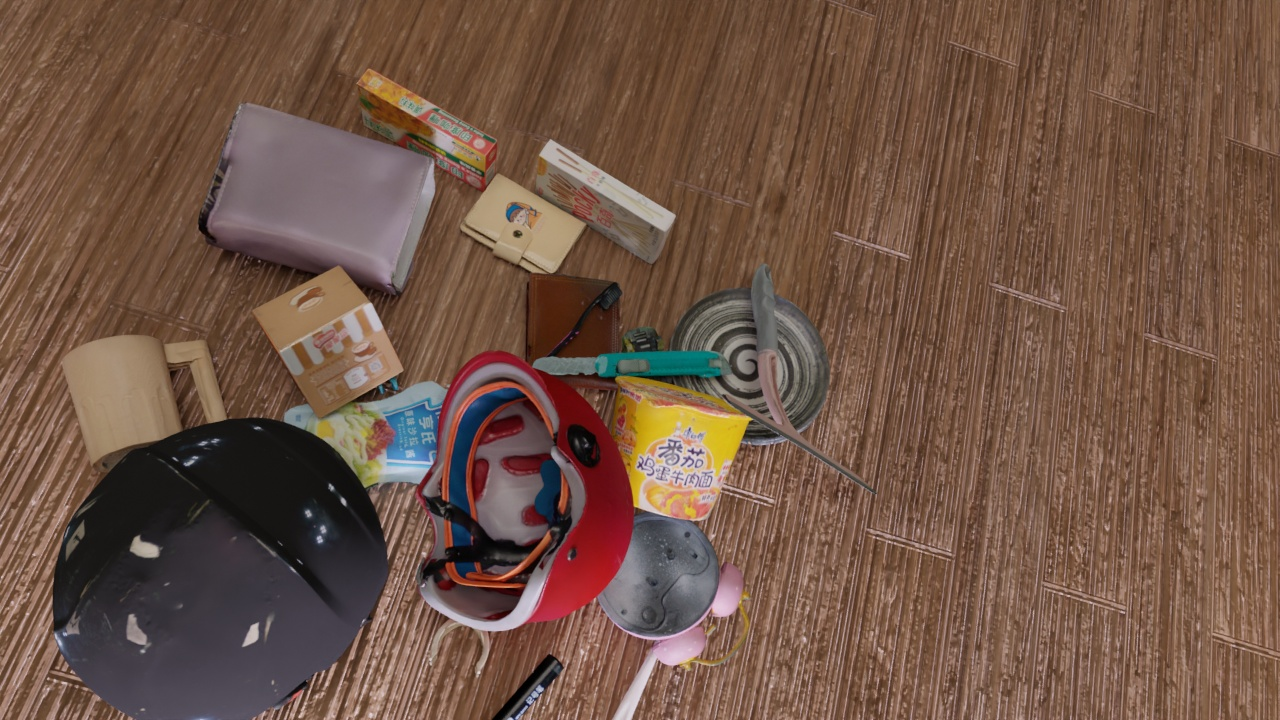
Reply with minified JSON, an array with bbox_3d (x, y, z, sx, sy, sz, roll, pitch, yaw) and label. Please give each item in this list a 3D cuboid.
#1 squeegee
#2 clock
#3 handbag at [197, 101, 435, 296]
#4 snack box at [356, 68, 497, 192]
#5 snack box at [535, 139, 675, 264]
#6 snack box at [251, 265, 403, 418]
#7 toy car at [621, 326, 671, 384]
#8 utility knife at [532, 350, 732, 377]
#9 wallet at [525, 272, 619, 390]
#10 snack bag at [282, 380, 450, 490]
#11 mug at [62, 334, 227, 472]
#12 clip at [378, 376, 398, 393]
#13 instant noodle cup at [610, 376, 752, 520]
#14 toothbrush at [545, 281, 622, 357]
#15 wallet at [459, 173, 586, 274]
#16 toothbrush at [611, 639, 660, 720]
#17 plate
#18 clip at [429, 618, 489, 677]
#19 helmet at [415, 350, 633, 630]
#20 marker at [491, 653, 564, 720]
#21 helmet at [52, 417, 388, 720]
[{"bbox_3d":[0.138,-0.001,0.943,0.247,0.040,0.249,31,40,-38],"label":"squeegee"},{"bbox_3d":[0.030,0.218,0.864,0.158,0.060,0.117,36,72,20],"label":"clock"},{"bbox_3d":[-0.320,-0.156,0.927,0.197,0.099,0.144,16,67,-6],"label":"handbag"},{"bbox_3d":[-0.228,-0.246,0.986,0.156,0.077,0.027,29,68,1],"label":"snack box"},{"bbox_3d":[-0.040,-0.169,0.989,0.157,0.085,0.026,31,70,2],"label":"snack box"},{"bbox_3d":[-0.296,-0.018,0.872,0.092,0.094,0.077,-32,49,-19],"label":"snack box"},{"bbox_3d":[0.007,0.011,0.959,0.043,0.036,0.091,-13,83,-21],"label":"toy car"},{"bbox_3d":[-0.006,0.005,0.930,0.216,0.013,0.029,-2,84,-18],"label":"utility knife"},{"bbox_3d":[-0.070,-0.029,0.965,0.101,0.032,0.124,4,71,-12],"label":"wallet"},{"bbox_3d":[-0.243,0.079,0.892,0.190,0.039,0.110,-10,62,-14],"label":"snack bag"},{"bbox_3d":[-0.455,0.038,0.852,0.124,0.084,0.103,-10,72,-41],"label":"mug"},{"bbox_3d":[-0.256,0.011,0.914,0.043,0.014,0.056,-18,47,-17],"label":"clip"},{"bbox_3d":[0.029,0.084,0.882,0.138,0.138,0.110,15,94,-5],"label":"instant noodle cup"},{"bbox_3d":[-0.079,-0.014,0.934,0.018,0.014,0.188,46,66,-11],"label":"toothbrush"},{"bbox_3d":[-0.129,-0.144,0.998,0.115,0.024,0.087,31,69,0],"label":"wallet"},{"bbox_3d":[0.009,0.289,0.876,0.016,0.016,0.179,24,70,14],"label":"toothbrush"},{"bbox_3d":[0.117,0.007,0.990,0.179,0.024,0.179,3,69,-9],"label":"plate"},{"bbox_3d":[-0.149,0.248,0.852,0.092,0.035,0.102,37,61,8],"label":"clip"},{"bbox_3d":[-0.092,0.119,0.823,0.143,0.208,0.239,18,59,-44],"label":"helmet"},{"bbox_3d":[-0.122,0.324,0.837,0.022,0.020,0.131,31,66,33],"label":"marker"},{"bbox_3d":[-0.350,0.177,0.746,0.233,0.230,0.274,37,88,6],"label":"helmet"}]
